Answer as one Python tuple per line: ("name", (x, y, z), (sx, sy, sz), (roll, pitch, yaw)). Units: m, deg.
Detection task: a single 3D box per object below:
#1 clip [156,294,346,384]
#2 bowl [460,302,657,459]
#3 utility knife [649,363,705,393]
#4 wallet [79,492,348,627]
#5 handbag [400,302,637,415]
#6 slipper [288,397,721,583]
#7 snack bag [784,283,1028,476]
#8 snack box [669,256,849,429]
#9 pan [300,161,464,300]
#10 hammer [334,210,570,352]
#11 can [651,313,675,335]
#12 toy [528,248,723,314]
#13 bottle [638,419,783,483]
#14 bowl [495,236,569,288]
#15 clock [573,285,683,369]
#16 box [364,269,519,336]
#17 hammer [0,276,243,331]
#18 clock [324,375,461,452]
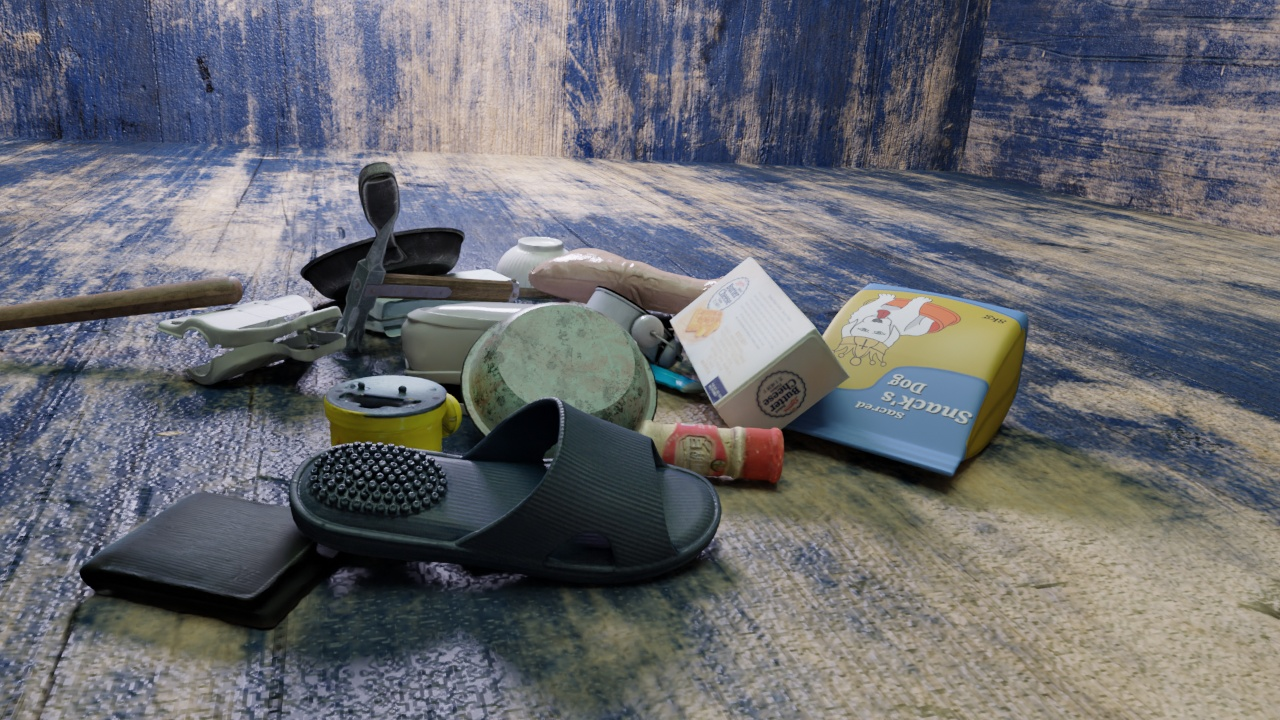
("clip", (-0.339, -0.013, 0.839), (0.152, 0.097, 0.125), (15, 22, 20))
("bowl", (-0.060, 0.009, 0.718), (0.157, 0.039, 0.157), (6, 52, -8))
("utility knife", (-0.005, 0.005, 0.909), (0.179, 0.015, 0.031), (23, 23, 40))
("wallet", (-0.239, 0.110, 0.524), (0.115, 0.026, 0.089), (7, 20, 10))
("handbag", (-0.117, -0.010, 0.880), (0.216, 0.095, 0.222), (4, 6, -4))
("slipper", (-0.070, 0.070, 0.546), (0.263, 0.083, 0.101), (5, 37, -14))
("snack bag", (0.229, 0.023, 0.797), (0.159, 0.102, 0.204), (16, 36, 31))
("snack box", (0.098, -0.013, 0.818), (0.104, 0.057, 0.207), (-38, 23, 8))
("pan", (-0.270, -0.126, 0.972), (0.187, 0.055, 0.357), (-16, -3, -16))
("hammer", (-0.179, -0.081, 1.005), (0.028, 0.147, 0.316), (36, 21, 29))
("can", (-0.004, -0.036, 1.009), (0.080, 0.031, 0.031), (-2, 19, -19))
("toy", (0.013, -0.088, 1.024), (0.264, 0.065, 0.195), (6, 19, 9))
("bottle", (0.052, 0.068, 0.689), (0.109, 0.044, 0.044), (4, 18, 0))
("bowl", (-0.134, -0.127, 1.212), (0.118, 0.062, 0.118), (4, 18, -1))
("clock", (-0.006, -0.030, 0.916), (0.123, 0.035, 0.094), (28, -9, 39))
("box", (-0.229, -0.070, 1.044), (0.083, 0.066, 0.198), (-6, 6, 41))
("hammer", (-0.537, -0.045, 0.848), (0.321, 0.040, 0.129), (-8, 16, -9))
("clock", (-0.175, 0.042, 0.655), (0.083, 0.057, 0.118), (5, 17, 7))
